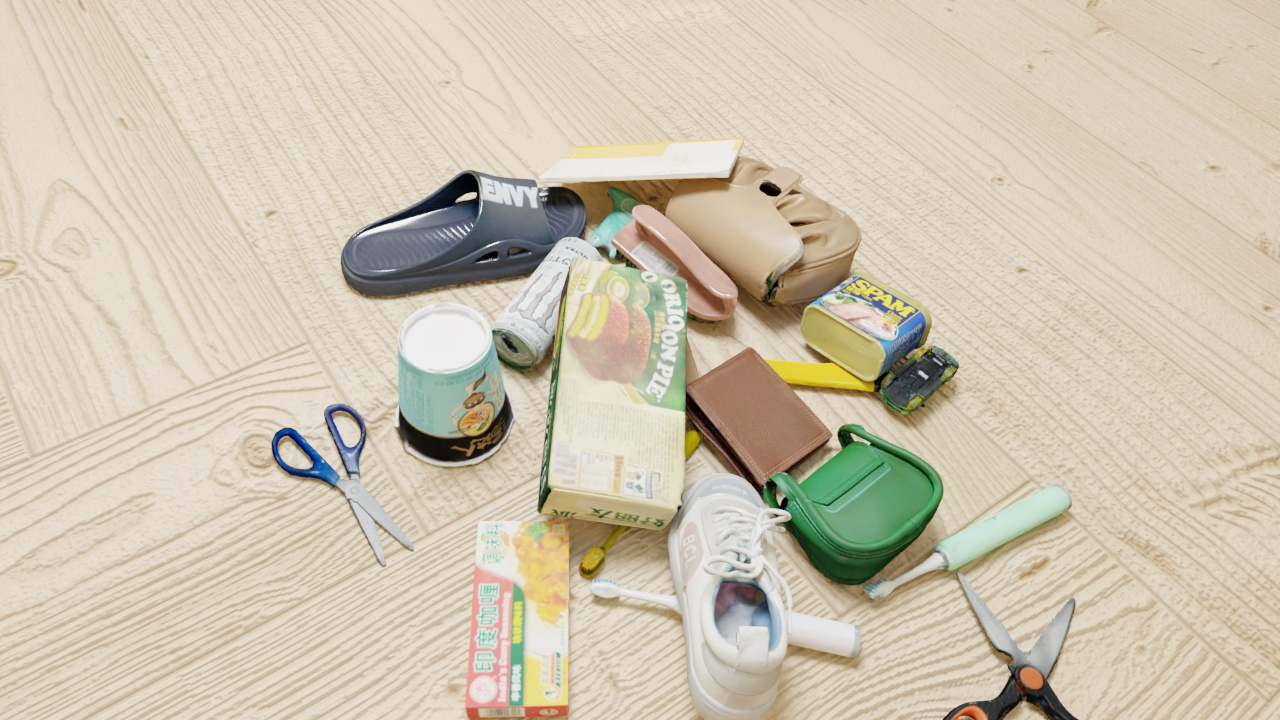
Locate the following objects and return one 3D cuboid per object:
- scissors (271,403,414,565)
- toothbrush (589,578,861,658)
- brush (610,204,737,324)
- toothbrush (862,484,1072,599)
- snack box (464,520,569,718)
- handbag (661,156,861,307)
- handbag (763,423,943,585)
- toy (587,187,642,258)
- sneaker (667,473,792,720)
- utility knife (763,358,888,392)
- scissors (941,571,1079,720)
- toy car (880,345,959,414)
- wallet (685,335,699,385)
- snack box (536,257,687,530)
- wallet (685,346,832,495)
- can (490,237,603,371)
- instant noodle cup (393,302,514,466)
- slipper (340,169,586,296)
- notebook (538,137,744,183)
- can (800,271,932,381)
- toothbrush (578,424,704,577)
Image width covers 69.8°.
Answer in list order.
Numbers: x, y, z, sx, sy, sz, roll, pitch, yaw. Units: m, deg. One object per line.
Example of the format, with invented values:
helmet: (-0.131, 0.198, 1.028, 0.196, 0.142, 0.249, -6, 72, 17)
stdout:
scissors: (-0.262, 0.109, 0.797, 0.140, 0.012, 0.170, -2, 53, -9)
toothbrush: (0.067, 0.206, 0.745, 0.221, 0.027, 0.026, 11, 10, 3)
brush: (0.041, -0.096, 0.942, 0.145, 0.073, 0.063, 43, 65, 14)
toothbrush: (0.290, 0.161, 0.804, 0.224, 0.026, 0.027, -20, 17, -20)
snack box: (-0.095, 0.202, 0.731, 0.077, 0.027, 0.155, 0, 52, -4)
handbag: (0.129, -0.145, 0.981, 0.147, 0.100, 0.204, -32, 55, -31)
handbag: (0.186, 0.120, 0.798, 0.131, 0.068, 0.120, -33, 62, -27)
toy: (-0.017, -0.142, 1.011, 0.096, 0.030, 0.091, 33, 60, 10)
sneaker: (0.071, 0.155, 0.714, 0.089, 0.091, 0.241, 8, 34, -4)
utility knife: (0.170, 0.013, 0.915, 0.154, 0.015, 0.033, 6, 44, 0)
scissors: (0.305, 0.274, 0.722, 0.220, 0.022, 0.234, -20, 56, -26)
toy car: (0.274, 0.021, 0.906, 0.091, 0.036, 0.043, -32, 62, -28)
wallet: (-0.005, 0.005, 0.894, 0.115, 0.033, 0.090, -7, 56, -13)
snack box: (-0.022, 0.025, 0.815, 0.114, 0.063, 0.239, 10, 56, -11)
wallet: (0.107, 0.053, 0.857, 0.101, 0.032, 0.124, -30, 70, -31)
can: (-0.093, -0.058, 0.916, 0.058, 0.058, 0.146, 23, 53, 12)
instant noodle cup: (-0.169, 0.017, 0.809, 0.111, 0.121, 0.111, 3, 52, -4)
slipper: (-0.181, -0.141, 0.959, 0.267, 0.083, 0.110, -16, 57, -16)
notebook: (0.006, -0.223, 1.023, 0.206, 0.010, 0.145, 1, 27, 14)
can: (0.224, -0.034, 0.920, 0.102, 0.057, 0.083, 35, 50, 30)
toothbrush: (0.006, 0.118, 0.814, 0.016, 0.017, 0.189, 32, 55, 16)
